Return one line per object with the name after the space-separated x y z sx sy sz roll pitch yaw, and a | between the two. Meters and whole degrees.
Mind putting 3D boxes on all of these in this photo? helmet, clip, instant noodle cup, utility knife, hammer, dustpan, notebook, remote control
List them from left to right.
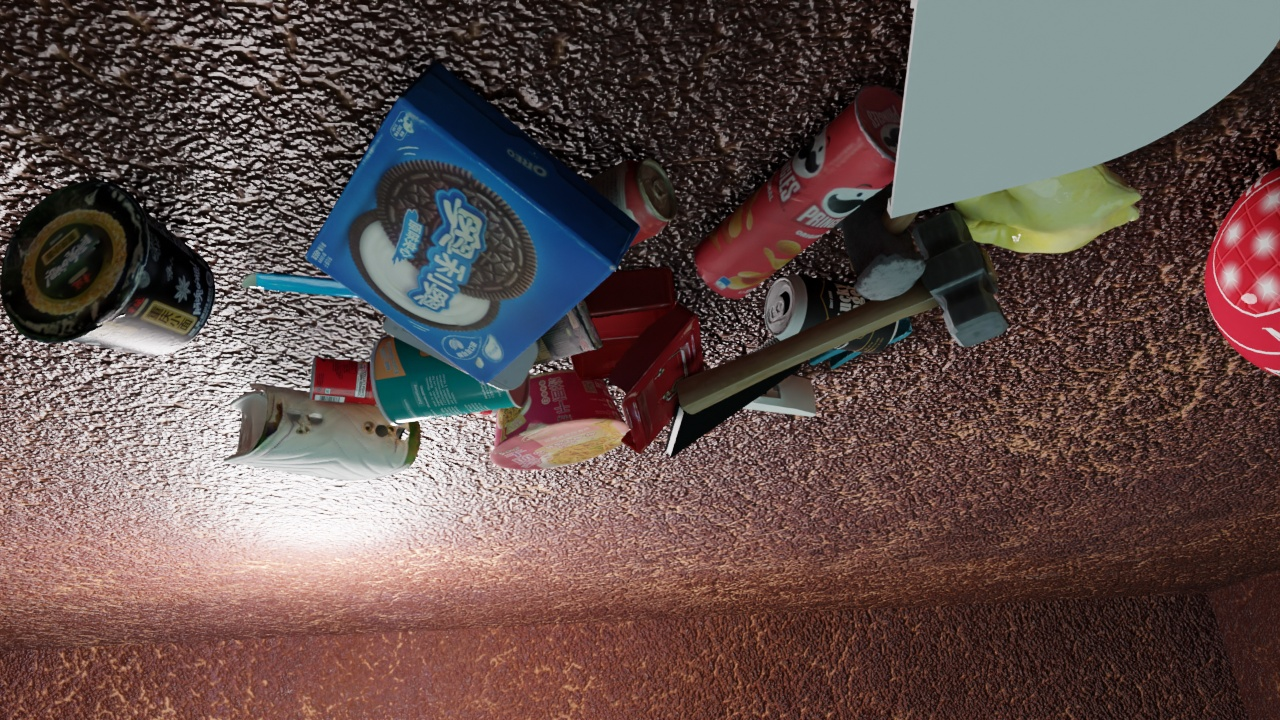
-0.440 -0.067 0.781 0.137 0.137 0.112 -10 164 11 | instant noodle cup
-0.280 -0.070 0.919 0.224 0.015 0.031 7 154 -15 | utility knife
-0.176 -0.029 0.916 0.151 0.019 0.074 27 114 -6 | remote control
-0.105 0.072 1.147 0.178 0.077 0.179 -12 159 -5 | instant noodle cup
0.119 0.027 1.054 0.206 0.016 0.149 -33 161 -18 | notebook
0.163 0.037 1.165 0.143 0.049 0.024 8 153 -24 | remote control
0.177 -0.023 0.877 0.324 0.117 0.051 -25 147 25 | hammer
0.273 -0.024 1.085 0.121 0.031 0.130 -1 154 -16 | clip
0.249 -0.174 0.713 0.052 0.098 0.329 3 147 -19 | hammer
0.292 -0.209 0.615 0.258 0.053 0.192 -14 147 1 | dustpan
0.631 -0.095 0.793 0.224 0.197 0.272 6 145 -20 | helmet

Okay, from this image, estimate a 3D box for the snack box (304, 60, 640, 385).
-0.145 -0.095 0.748 0.195 0.056 0.240 37 139 -15 | snack box

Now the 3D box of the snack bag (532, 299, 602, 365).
-0.090 -0.036 0.905 0.018 0.074 0.155 -27 -173 -29 | snack bag

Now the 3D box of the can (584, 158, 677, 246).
-0.053 -0.116 0.796 0.171 0.067 0.067 -20 150 30 | can

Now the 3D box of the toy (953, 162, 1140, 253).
0.354 -0.139 0.810 0.155 0.064 0.170 3 162 30 | toy

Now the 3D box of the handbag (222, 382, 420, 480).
-0.390 0.088 1.126 0.198 0.096 0.142 17 156 -41 | handbag

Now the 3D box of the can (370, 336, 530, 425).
-0.205 0.012 1.001 0.144 0.099 0.099 -9 154 10 | can

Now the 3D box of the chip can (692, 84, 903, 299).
0.134 -0.133 0.784 0.073 0.073 0.234 10 152 -28 | chip can

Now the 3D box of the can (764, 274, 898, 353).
0.202 -0.048 0.967 0.128 0.071 0.072 7 152 -21 | can

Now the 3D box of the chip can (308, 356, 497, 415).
-0.277 0.031 1.087 0.214 0.051 0.052 6 153 -20 | chip can

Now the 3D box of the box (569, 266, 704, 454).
-0.015 -0.021 0.976 0.146 0.156 0.157 -44 157 -16 | box
